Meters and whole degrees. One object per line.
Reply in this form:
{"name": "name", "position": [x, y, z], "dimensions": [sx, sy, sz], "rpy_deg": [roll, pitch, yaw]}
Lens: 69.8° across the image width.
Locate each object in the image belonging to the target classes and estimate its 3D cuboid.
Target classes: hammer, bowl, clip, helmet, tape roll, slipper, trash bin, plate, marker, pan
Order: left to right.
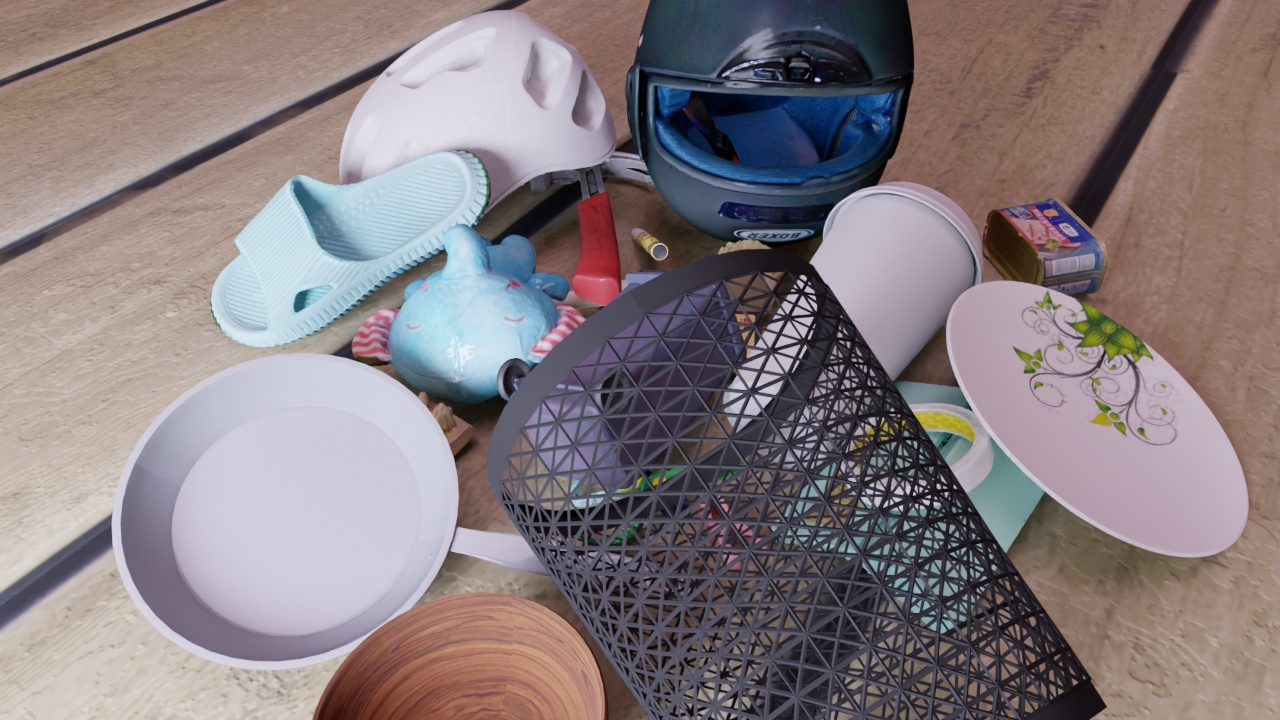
{"name": "slipper", "position": [-0.254, -0.102, 0.770], "dimensions": [0.276, 0.069, 0.116], "rpy_deg": [-27, 68, 7]}
{"name": "pan", "position": [-0.141, 0.109, 0.579], "dimensions": [0.356, 0.051, 0.200], "rpy_deg": [14, 62, -4]}
{"name": "helmet", "position": [-0.175, -0.217, 0.900], "dimensions": [0.282, 0.184, 0.224], "rpy_deg": [-37, 28, 9]}
{"name": "bowl", "position": [-0.087, 0.200, 0.470], "dimensions": [0.147, 0.069, 0.147], "rpy_deg": [-3, 40, 2]}
{"name": "hammer", "position": [-0.039, -0.131, 0.840], "dimensions": [0.126, 0.036, 0.315], "rpy_deg": [-5, 30, -3]}
{"name": "trash bin", "position": [-0.004, 0.004, 0.636], "dimensions": [0.094, 0.092, 0.160], "rpy_deg": [5, 39, 40]}
{"name": "marker", "position": [0.006, -0.106, 0.821], "dimensions": [0.014, 0.014, 0.132], "rpy_deg": [-9, 15, -7]}
{"name": "clip", "position": [0.061, 0.110, 0.601], "dimensions": [0.044, 0.023, 0.060], "rpy_deg": [-4, 42, -7]}
{"name": "helmet", "position": [0.112, -0.216, 0.796], "dimensions": [0.249, 0.236, 0.315], "rpy_deg": [0, 23, -3]}
{"name": "trash bin", "position": [0.073, 0.107, 0.455], "dimensions": [0.216, 0.217, 0.243], "rpy_deg": [-22, 58, -20]}
{"name": "tape roll", "position": [0.176, 0.060, 0.590], "dimensions": [0.094, 0.019, 0.094], "rpy_deg": [-18, 24, 8]}
{"name": "plate", "position": [0.302, 0.038, 0.627], "dimensions": [0.229, 0.030, 0.228], "rpy_deg": [14, 46, -15]}

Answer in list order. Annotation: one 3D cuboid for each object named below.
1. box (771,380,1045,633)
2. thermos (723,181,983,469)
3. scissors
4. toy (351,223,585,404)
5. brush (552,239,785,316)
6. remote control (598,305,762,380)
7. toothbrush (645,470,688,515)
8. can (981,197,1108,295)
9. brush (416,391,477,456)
{"name": "box", "position": [0.190, 0.080, 0.611], "dimensions": [0.138, 0.057, 0.186], "rpy_deg": [30, 49, 24]}
{"name": "thermos", "position": [0.156, -0.026, 0.682], "dimensions": [0.131, 0.132, 0.221], "rpy_deg": [24, 56, 29]}
{"name": "scissors", "position": [0.012, 0.080, 0.622], "dimensions": [0.130, 0.014, 0.071], "rpy_deg": [-25, 49, 0]}
{"name": "toy", "position": [-0.125, -0.051, 0.717], "dimensions": [0.183, 0.115, 0.180], "rpy_deg": [-1, 47, 7]}
{"name": "brush", "position": [-0.011, -0.057, 0.782], "dimensions": [0.272, 0.062, 0.077], "rpy_deg": [-6, 24, 4]}
{"name": "remote control", "position": [0.030, -0.014, 0.736], "dimensions": [0.133, 0.013, 0.058], "rpy_deg": [2, 65, 7]}
{"name": "toothbrush", "position": [-0.035, 0.057, 0.674], "dimensions": [0.017, 0.016, 0.190], "rpy_deg": [-36, 50, -23]}
{"name": "can", "position": [0.347, -0.096, 0.793], "dimensions": [0.059, 0.054, 0.099], "rpy_deg": [-10, 41, -6]}
{"name": "brush", "position": [-0.176, 0.069, 0.652], "dimensions": [0.049, 0.039, 0.116], "rpy_deg": [28, 56, 30]}
